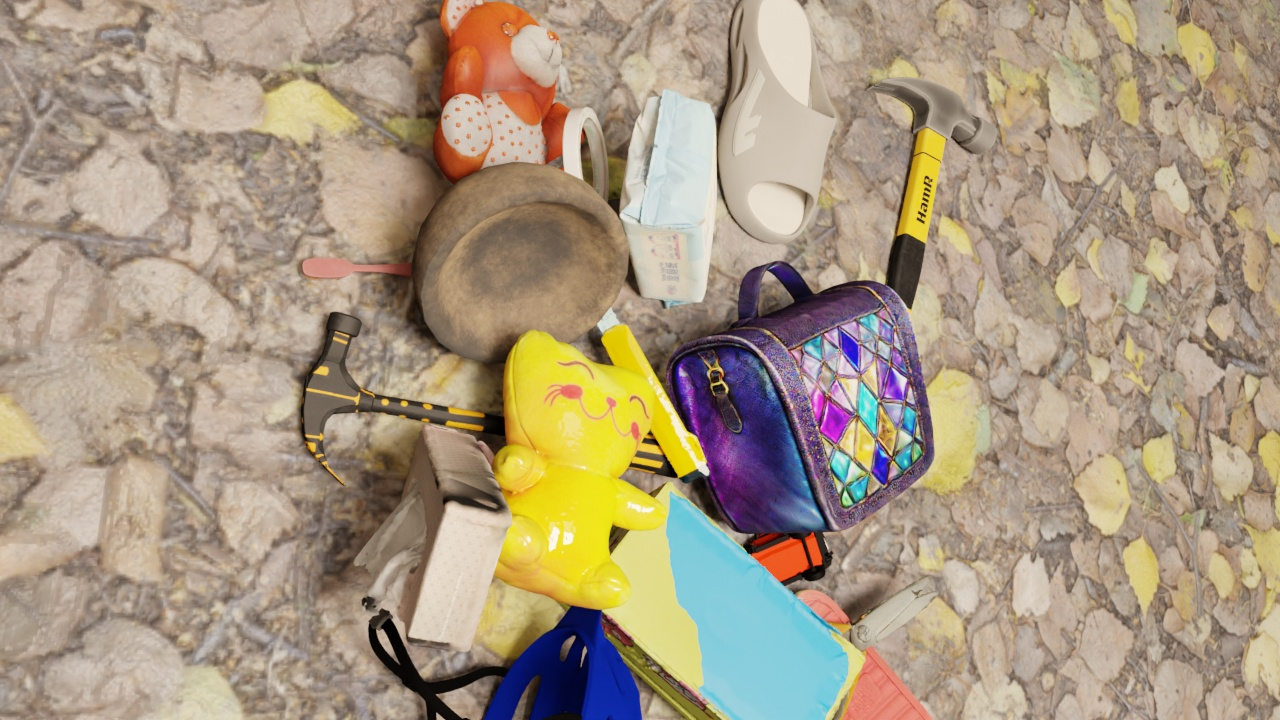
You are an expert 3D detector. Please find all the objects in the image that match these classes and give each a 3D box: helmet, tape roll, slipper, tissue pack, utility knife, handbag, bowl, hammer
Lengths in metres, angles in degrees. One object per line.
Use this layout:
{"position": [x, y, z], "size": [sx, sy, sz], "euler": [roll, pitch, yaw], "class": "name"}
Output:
{"position": [-0.105, 0.268, 0.618], "size": [0.227, 0.148, 0.241], "euler": [33, 72, -24], "class": "helmet"}
{"position": [-0.044, -0.160, 0.755], "size": [0.013, 0.093, 0.093], "euler": [-3, 80, 13], "class": "tape roll"}
{"position": [0.197, 0.324, 0.832], "size": [0.103, 0.059, 0.248], "euler": [-28, 79, -27], "class": "slipper"}
{"position": [-0.137, 0.111, 0.597], "size": [0.071, 0.181, 0.104], "euler": [17, 96, -22], "class": "tissue pack"}
{"position": [0.026, -0.125, 0.765], "size": [0.070, 0.182, 0.112], "euler": [6, 72, 7], "class": "tissue pack"}
{"position": [-0.005, 0.004, 0.759], "size": [0.030, 0.019, 0.218], "euler": [-30, 94, -1], "class": "utility knife"}
{"position": [0.139, 0.023, 0.793], "size": [0.204, 0.126, 0.222], "euler": [-21, 95, -42], "class": "handbag"}
{"position": [-0.095, -0.079, 0.693], "size": [0.162, 0.163, 0.070], "euler": [-3, 43, -30], "class": "bowl"}
{"position": [0.294, -0.158, 0.991], "size": [0.169, 0.034, 0.324], "euler": [22, 72, -23], "class": "hammer"}
{"position": [0.143, -0.251, 0.891], "size": [0.112, 0.081, 0.265], "euler": [12, 75, -30], "class": "slipper"}
{"position": [-0.102, 0.057, 0.727], "size": [0.320, 0.036, 0.123], "euler": [14, 80, -25], "class": "hammer"}

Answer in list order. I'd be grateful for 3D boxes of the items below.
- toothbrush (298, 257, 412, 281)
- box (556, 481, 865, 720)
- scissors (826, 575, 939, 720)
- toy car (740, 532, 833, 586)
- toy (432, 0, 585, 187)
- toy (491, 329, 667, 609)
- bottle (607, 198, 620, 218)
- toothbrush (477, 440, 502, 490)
{"position": [-0.172, -0.071, 0.723], "size": [0.184, 0.016, 0.015], "euler": [-3, 83, -33], "class": "toothbrush"}
{"position": [0.057, 0.216, 0.733], "size": [0.221, 0.082, 0.124], "euler": [41, 63, -3], "class": "box"}
{"position": [0.180, 0.242, 0.819], "size": [0.227, 0.016, 0.134], "euler": [-34, 81, -27], "class": "scissors"}
{"position": [0.120, 0.177, 0.819], "size": [0.100, 0.049, 0.051], "euler": [-21, 101, -10], "class": "toy car"}
{"position": [-0.104, -0.207, 0.736], "size": [0.163, 0.093, 0.172], "euler": [20, 66, -52], "class": "toy"}
{"position": [-0.052, 0.082, 0.670], "size": [0.134, 0.088, 0.193], "euler": [24, 53, -27], "class": "toy"}
{"position": [-0.029, -0.117, 0.799], "size": [0.030, 0.030, 0.112], "euler": [43, 64, -16], "class": "bottle"}
{"position": [-0.098, 0.119, 0.708], "size": [0.016, 0.022, 0.135], "euler": [-40, 118, -33], "class": "toothbrush"}
